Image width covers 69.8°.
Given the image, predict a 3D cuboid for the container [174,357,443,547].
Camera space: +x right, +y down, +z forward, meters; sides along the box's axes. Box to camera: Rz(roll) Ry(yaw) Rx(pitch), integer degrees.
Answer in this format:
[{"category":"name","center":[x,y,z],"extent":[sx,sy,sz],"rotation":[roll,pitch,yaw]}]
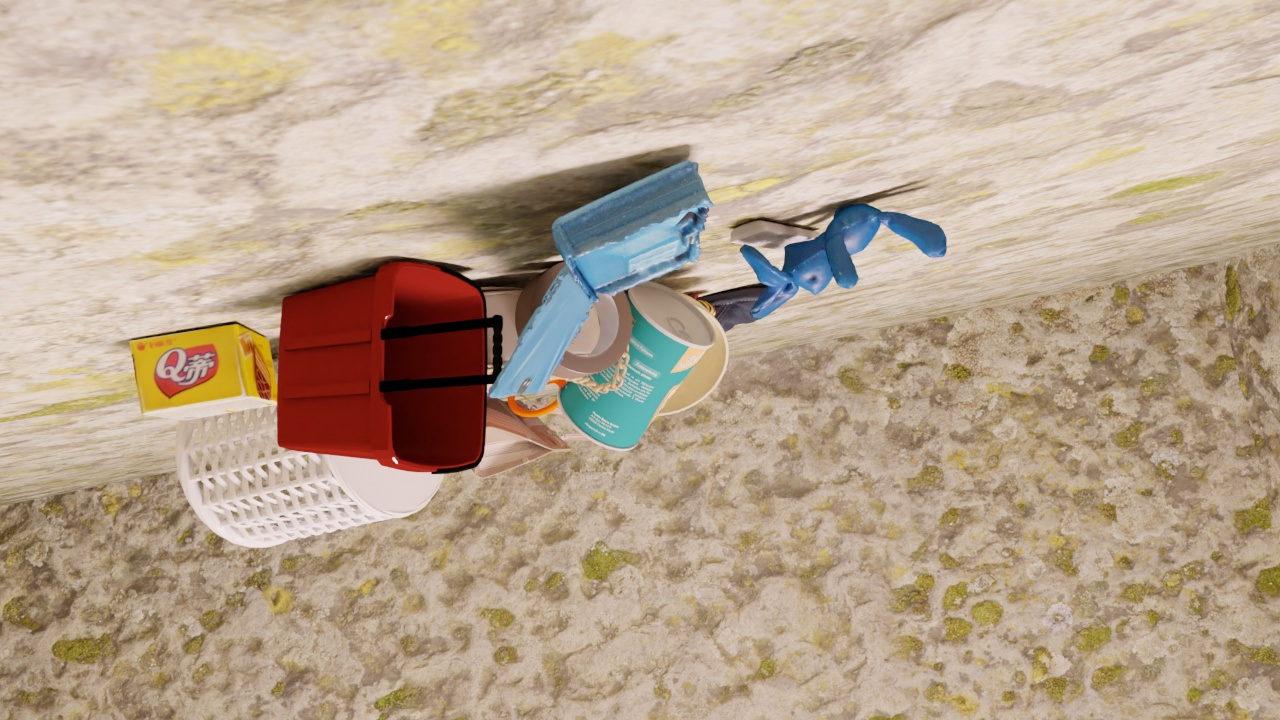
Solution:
[{"category":"container","center":[-0.324,0.081,0.923],"extent":[0.187,0.189,0.189],"rotation":[-14,176,24]}]

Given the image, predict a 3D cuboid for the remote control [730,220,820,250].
[{"category":"remote control","center":[0.118,-0.107,0.788],"extent":[0.033,0.012,0.130],"rotation":[-16,174,31]}]

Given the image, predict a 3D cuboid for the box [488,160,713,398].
[{"category":"box","center":[-0.032,-0.050,0.603],"extent":[0.175,0.060,0.232],"rotation":[-42,178,-1]}]

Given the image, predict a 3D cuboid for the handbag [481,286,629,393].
[{"category":"handbag","center":[-0.143,-0.005,0.843],"extent":[0.208,0.103,0.211],"rotation":[-5,173,-41]}]

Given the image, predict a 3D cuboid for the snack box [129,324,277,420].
[{"category":"snack box","center":[-0.356,0.012,0.757],"extent":[0.083,0.061,0.106],"rotation":[-10,176,-10]}]

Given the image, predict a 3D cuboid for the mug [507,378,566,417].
[{"category":"mug","center":[-0.123,0.008,1.021],"extent":[0.096,0.112,0.077],"rotation":[-12,164,11]}]

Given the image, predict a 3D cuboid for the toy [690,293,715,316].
[{"category":"toy","center":[0.039,-0.054,1.111],"extent":[0.104,0.046,0.084],"rotation":[-17,168,22]}]

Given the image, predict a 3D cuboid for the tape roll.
[{"category":"tape roll","center":[-0.054,-0.033,0.752],"extent":[0.093,0.093,0.030],"rotation":[-9,176,-33]}]

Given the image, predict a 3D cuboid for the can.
[{"category":"can","center":[-0.005,0.005,0.924],"extent":[0.099,0.099,0.144],"rotation":[-6,138,-54]}]

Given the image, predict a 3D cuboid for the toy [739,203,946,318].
[{"category":"toy","center":[0.155,-0.086,0.744],"extent":[0.177,0.071,0.112],"rotation":[-19,169,24]}]

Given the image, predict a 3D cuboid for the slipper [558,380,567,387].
[{"category":"slipper","center":[-0.056,0.027,1.171],"extent":[0.104,0.074,0.246],"rotation":[-12,171,-11]}]

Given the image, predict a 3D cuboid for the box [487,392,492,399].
[{"category":"box","center":[-0.226,0.015,1.104],"extent":[0.102,0.111,0.201],"rotation":[-42,162,26]}]

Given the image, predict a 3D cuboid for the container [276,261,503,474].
[{"category":"container","center":[-0.150,0.006,0.646],"extent":[0.201,0.148,0.127],"rotation":[-3,173,24]}]

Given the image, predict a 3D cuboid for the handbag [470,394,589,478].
[{"category":"handbag","center":[-0.135,0.080,1.126],"extent":[0.197,0.062,0.176],"rotation":[3,-164,-30]}]

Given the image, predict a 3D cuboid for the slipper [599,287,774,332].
[{"category":"slipper","center":[0.067,-0.033,1.203],"extent":[0.266,0.083,0.108],"rotation":[-14,173,17]}]

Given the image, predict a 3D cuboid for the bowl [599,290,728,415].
[{"category":"bowl","center":[0.017,-0.020,1.017],"extent":[0.151,0.151,0.075],"rotation":[-11,-144,0]}]
